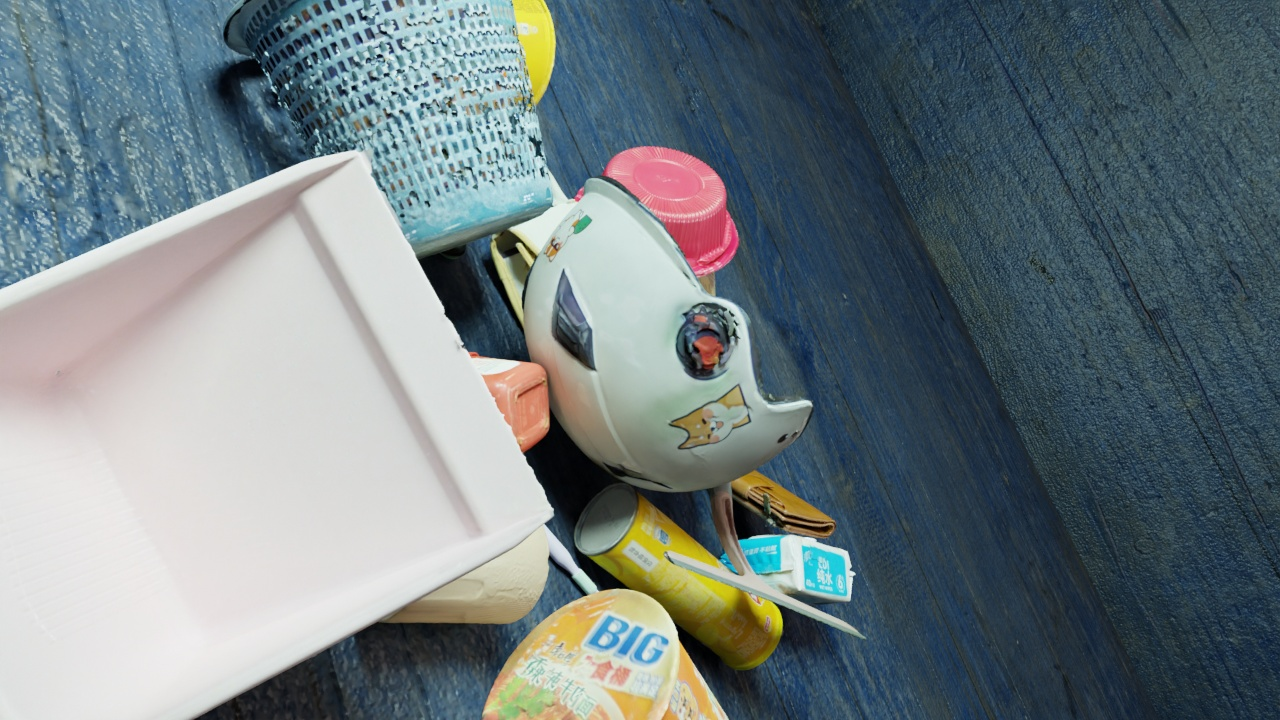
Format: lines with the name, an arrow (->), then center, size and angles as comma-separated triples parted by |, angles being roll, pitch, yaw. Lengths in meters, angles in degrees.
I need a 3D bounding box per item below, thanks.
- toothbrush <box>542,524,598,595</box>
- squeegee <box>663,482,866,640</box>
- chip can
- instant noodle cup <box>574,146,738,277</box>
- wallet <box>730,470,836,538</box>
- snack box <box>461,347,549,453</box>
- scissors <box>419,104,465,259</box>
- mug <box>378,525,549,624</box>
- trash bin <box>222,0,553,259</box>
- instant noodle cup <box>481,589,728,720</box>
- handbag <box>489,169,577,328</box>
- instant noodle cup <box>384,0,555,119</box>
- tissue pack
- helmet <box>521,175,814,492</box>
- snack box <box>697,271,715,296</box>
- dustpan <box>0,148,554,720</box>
toothbrush -> -0.072, 0.146, 0.730 | 0.189, 0.029, 0.021 | 51, -10, -14
squeegee -> 0.082, 0.131, 0.853 | 0.247, 0.040, 0.249 | 29, 30, -33
chip can -> 0.037, 0.194, 0.808 | 0.213, 0.072, 0.071 | 43, 33, -29
instant noodle cup -> 0.022, -0.175, 1.013 | 0.194, 0.066, 0.193 | 8, 44, -8
wallet -> 0.127, 0.143, 0.972 | 0.131, 0.035, 0.119 | 31, 3, 42
snack box -> -0.115, 0.034, 0.669 | 0.091, 0.080, 0.082 | -34, 123, -69
scissors -> -0.169, -0.153, 0.841 | 0.170, 0.019, 0.179 | 38, 37, -38
mug -> -0.135, 0.116, 0.605 | 0.103, 0.084, 0.124 | 18, 26, -50
trash bin -> -0.167, -0.183, 0.698 | 0.226, 0.227, 0.195 | -34, 107, -61
instant noodle cup -> -0.014, 0.247, 0.611 | 0.111, 0.152, 0.151 | 54, 28, -29
handbag -> -0.082, -0.118, 0.889 | 0.179, 0.063, 0.163 | 63, 27, -7
instant noodle cup -> -0.166, -0.296, 0.864 | 0.109, 0.138, 0.138 | -14, 77, -51
tissue pack -> 0.152, 0.217, 0.948 | 0.140, 0.090, 0.063 | 25, 59, -46
helmet -> -0.004, 0.004, 0.743 | 0.274, 0.156, 0.230 | 51, -8, -30
snack box -> 0.030, -0.046, 1.019 | 0.114, 0.063, 0.239 | 40, 35, -33
dustpan -> -0.205, 0.049, 0.412 | 0.222, 0.273, 0.139 | 59, 4, 1
